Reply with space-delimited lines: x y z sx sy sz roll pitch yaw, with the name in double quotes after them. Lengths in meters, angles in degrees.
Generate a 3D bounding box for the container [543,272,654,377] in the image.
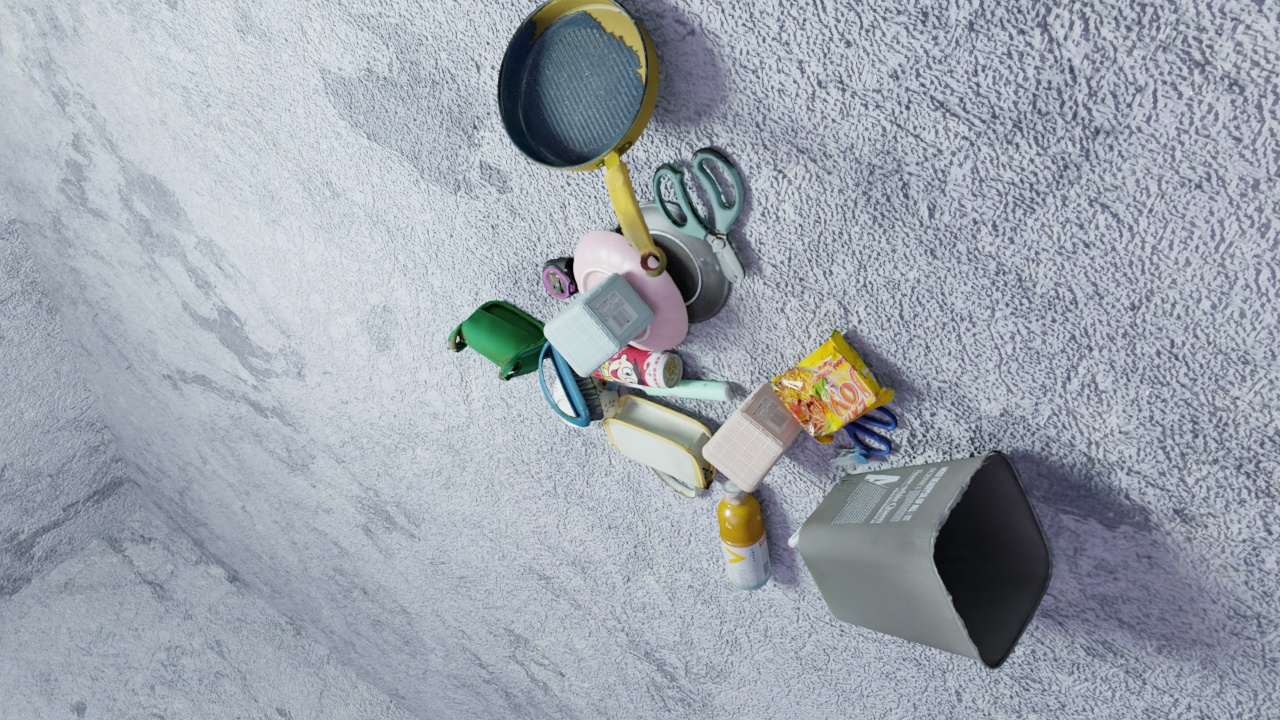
-0.051 -0.048 1.174 0.090 0.090 0.112 49 149 -5 "container"

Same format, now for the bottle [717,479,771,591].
0.152 0.258 1.362 0.068 0.067 0.190 12 129 34 "bottle"

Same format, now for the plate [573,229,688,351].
-0.022 -0.084 1.223 0.192 0.039 0.193 34 150 22 "plate"

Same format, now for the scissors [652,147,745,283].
0.094 -0.170 1.090 0.143 0.019 0.180 -28 101 39 "scissors"

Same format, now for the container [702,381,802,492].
0.154 0.098 1.210 0.090 0.090 0.111 39 141 9 "container"

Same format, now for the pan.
-0.044 -0.242 1.000 0.198 0.078 0.357 -33 76 25 "pan"

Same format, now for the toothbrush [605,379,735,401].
0.037 0.038 1.312 0.225 0.027 0.026 3 166 39 "toothbrush"

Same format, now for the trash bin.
0.332 0.227 1.101 0.220 0.198 0.199 -8 116 51 "trash bin"

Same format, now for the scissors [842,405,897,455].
0.247 0.074 1.174 0.173 0.012 0.133 -4 120 44 "scissors"

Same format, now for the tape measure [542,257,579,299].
-0.112 -0.116 1.302 0.057 0.039 0.058 5 125 38 "tape measure"

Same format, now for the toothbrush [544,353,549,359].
-0.106 -0.022 1.394 0.182 0.018 0.015 -15 107 48 "toothbrush"

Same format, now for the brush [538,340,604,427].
-0.109 0.034 1.345 0.143 0.073 0.055 65 161 15 "brush"

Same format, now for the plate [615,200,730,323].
0.034 -0.121 1.187 0.179 0.024 0.180 23 134 25 "plate"

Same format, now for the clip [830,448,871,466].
0.270 0.124 1.183 0.025 0.032 0.057 37 152 -24 "clip"

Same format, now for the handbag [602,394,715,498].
0.038 0.138 1.380 0.163 0.063 0.179 21 148 27 "handbag"

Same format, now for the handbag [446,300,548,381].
-0.215 -0.026 1.404 0.131 0.119 0.068 33 132 18 "handbag"

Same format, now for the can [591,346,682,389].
-0.008 0.008 1.304 0.133 0.053 0.053 8 127 36 "can"

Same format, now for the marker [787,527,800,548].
0.244 0.229 1.299 0.017 0.017 0.146 38 139 10 "marker"

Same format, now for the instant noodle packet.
0.232 0.035 1.121 0.111 0.044 0.129 50 135 3 "instant noodle packet"

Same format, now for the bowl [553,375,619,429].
-0.093 0.064 1.418 0.113 0.062 0.114 24 135 26 "bowl"
